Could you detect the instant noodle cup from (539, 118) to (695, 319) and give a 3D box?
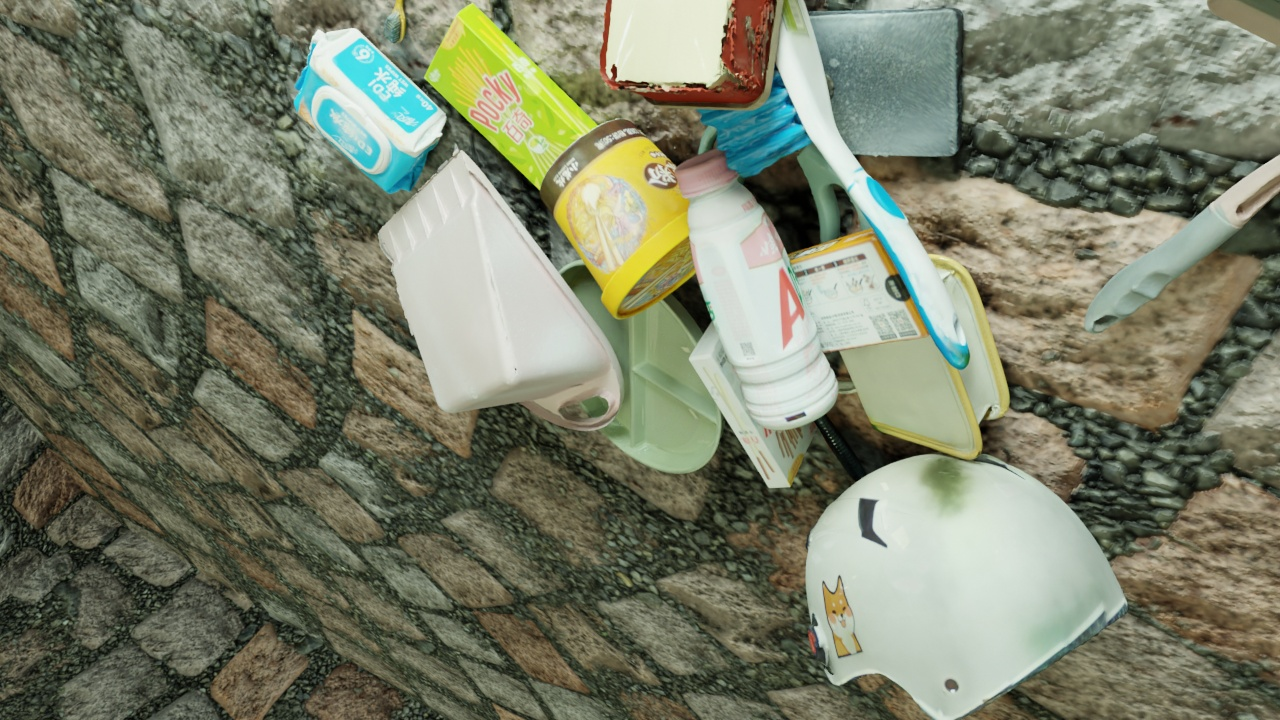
[{"bbox_3d":[-0.007,-0.112,0.707,0.114,0.118,0.119,52,146,10],"label":"instant noodle cup"}]

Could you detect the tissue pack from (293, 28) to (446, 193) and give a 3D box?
[{"bbox_3d":[-0.247,-0.223,0.831,0.140,0.063,0.090,43,144,-10],"label":"tissue pack"}]

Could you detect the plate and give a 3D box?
[{"bbox_3d":[-0.005,0.005,0.873,0.230,0.027,0.231,32,140,32],"label":"plate"}]

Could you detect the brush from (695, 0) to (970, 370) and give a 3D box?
[{"bbox_3d":[0.101,-0.132,0.560,0.110,0.060,0.314,-17,92,38],"label":"brush"}]

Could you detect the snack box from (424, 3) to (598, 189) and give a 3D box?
[{"bbox_3d":[-0.102,-0.208,0.759,0.156,0.026,0.086,44,143,-10],"label":"snack box"}]

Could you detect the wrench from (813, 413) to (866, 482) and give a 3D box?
[{"bbox_3d":[0.149,0.036,0.803,0.273,0.016,0.056,52,-174,-33],"label":"wrench"}]

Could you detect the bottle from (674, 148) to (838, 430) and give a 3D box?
[{"bbox_3d":[0.077,-0.048,0.637,0.068,0.068,0.197,-4,118,43],"label":"bottle"}]

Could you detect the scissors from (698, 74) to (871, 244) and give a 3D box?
[{"bbox_3d":[0.110,-0.124,0.646,0.181,0.019,0.171,52,152,2],"label":"scissors"}]

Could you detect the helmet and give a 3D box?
[{"bbox_3d":[0.234,0.155,0.745,0.157,0.229,0.274,68,165,-5],"label":"helmet"}]

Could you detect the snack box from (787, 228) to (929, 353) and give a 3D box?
[{"bbox_3d":[0.138,-0.045,0.647,0.075,0.026,0.154,60,155,-10],"label":"snack box"}]

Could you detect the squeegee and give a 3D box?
[{"bbox_3d":[0.341,-0.083,0.521,0.247,0.040,0.250,20,151,-7],"label":"squeegee"}]

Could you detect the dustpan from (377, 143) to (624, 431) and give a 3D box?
[{"bbox_3d":[-0.130,-0.049,0.905,0.223,0.138,0.273,-16,88,54],"label":"dustpan"}]

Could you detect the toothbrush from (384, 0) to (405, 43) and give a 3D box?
[{"bbox_3d":[-0.188,-0.323,0.706,0.016,0.018,0.192,31,144,5],"label":"toothbrush"}]

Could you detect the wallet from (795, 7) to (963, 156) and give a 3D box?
[{"bbox_3d":[0.146,-0.179,0.593,0.121,0.019,0.097,10,136,29],"label":"wallet"}]

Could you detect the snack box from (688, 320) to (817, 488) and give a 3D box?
[{"bbox_3d":[0.103,0.028,0.804,0.027,0.084,0.157,-9,125,40],"label":"snack box"}]

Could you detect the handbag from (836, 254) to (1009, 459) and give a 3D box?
[{"bbox_3d":[0.189,-0.013,0.722,0.179,0.063,0.163,14,141,51],"label":"handbag"}]

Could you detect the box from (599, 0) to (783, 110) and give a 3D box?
[{"bbox_3d":[0.031,-0.231,0.507,0.091,0.075,0.168,12,100,31],"label":"box"}]
